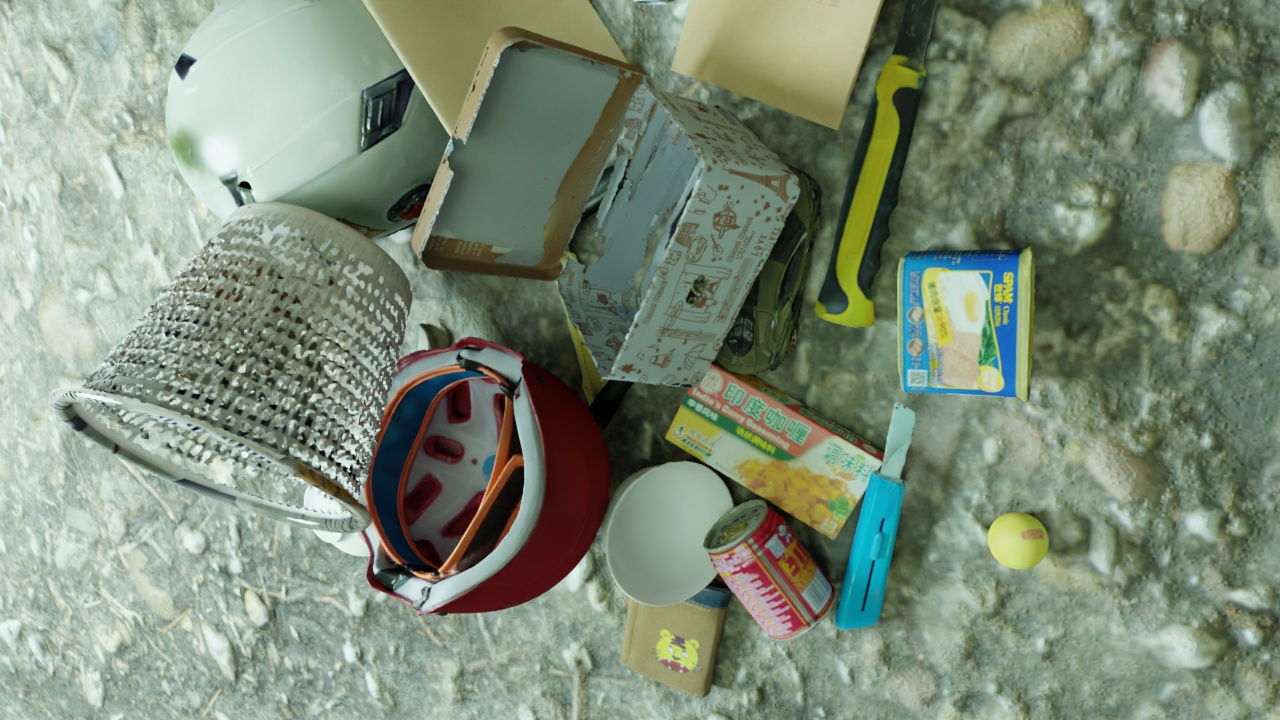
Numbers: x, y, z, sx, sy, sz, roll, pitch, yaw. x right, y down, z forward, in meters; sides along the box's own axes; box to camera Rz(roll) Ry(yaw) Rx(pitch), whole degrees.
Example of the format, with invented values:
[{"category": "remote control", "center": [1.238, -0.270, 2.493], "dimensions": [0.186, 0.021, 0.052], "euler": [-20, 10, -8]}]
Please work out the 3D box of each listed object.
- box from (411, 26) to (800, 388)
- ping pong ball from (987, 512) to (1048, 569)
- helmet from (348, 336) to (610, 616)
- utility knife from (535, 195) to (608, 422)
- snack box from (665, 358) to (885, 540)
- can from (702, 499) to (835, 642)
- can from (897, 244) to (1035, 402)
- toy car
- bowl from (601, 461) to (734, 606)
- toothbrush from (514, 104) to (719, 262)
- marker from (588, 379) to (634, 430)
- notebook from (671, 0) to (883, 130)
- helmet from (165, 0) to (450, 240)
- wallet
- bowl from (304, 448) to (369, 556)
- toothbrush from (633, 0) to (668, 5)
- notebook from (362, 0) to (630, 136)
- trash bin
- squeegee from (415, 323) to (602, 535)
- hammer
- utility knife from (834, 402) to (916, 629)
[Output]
[{"category": "box", "center": [-0.034, -0.101, 0.620], "dimensions": [0.183, 0.193, 0.157], "euler": [-64, 36, 28]}, {"category": "ping pong ball", "center": [0.269, 0.128, 0.654], "dimensions": [0.040, 0.040, 0.040], "euler": [7, 107, 22]}, {"category": "helmet", "center": [-0.120, 0.094, 0.728], "dimensions": [0.240, 0.143, 0.207], "euler": [19, 88, 46]}, {"category": "utility knife", "center": [-0.054, -0.046, 0.763], "dimensions": [0.031, 0.021, 0.206], "euler": [-13, 95, 20]}, {"category": "snack box", "center": [0.103, 0.066, 0.716], "dimensions": [0.156, 0.027, 0.077], "euler": [30, 113, 12]}, {"category": "can", "center": [0.100, 0.162, 0.716], "dimensions": [0.067, 0.066, 0.094], "euler": [-32, 101, 27]}, {"category": "can", "center": [0.221, -0.026, 0.623], "dimensions": [0.083, 0.057, 0.102], "euler": [3, 105, 25]}, {"category": "toy car", "center": [0.088, -0.067, 0.679], "dimensions": [0.070, 0.042, 0.158], "euler": [14, 107, 19]}, {"category": "bowl", "center": [0.011, 0.132, 0.747], "dimensions": [0.065, 0.118, 0.118], "euler": [16, 116, 60]}, {"category": "toothbrush", "center": [-0.026, -0.134, 0.712], "dimensions": [0.213, 0.026, 0.027], "euler": [-29, 99, 21]}, {"category": "marker", "center": [-0.004, 0.004, 0.743], "dimensions": [0.022, 0.020, 0.132], "euler": [31, 111, -14]}, {"category": "notebook", "center": [0.105, -0.276, 0.599], "dimensions": [0.149, 0.012, 0.212], "euler": [33, 117, 34]}, {"category": "helmet", "center": [-0.270, -0.201, 0.730], "dimensions": [0.275, 0.156, 0.230], "euler": [-25, 94, 27]}, {"category": "wallet", "center": [0.028, 0.229, 0.795], "dimensions": [0.090, 0.033, 0.115], "euler": [16, 114, 18]}, {"category": "bowl", "center": [-0.272, 0.133, 0.865], "dimensions": [0.117, 0.066, 0.116], "euler": [9, 106, 35]}, {"category": "toothbrush", "center": [0.012, -0.364, 0.633], "dimensions": [0.027, 0.026, 0.221], "euler": [17, 112, 41]}, {"category": "notebook", "center": [-0.115, -0.258, 0.677], "dimensions": [0.147, 0.008, 0.207], "euler": [-33, 90, -14]}, {"category": "trash bin", "center": [-0.275, -0.001, 0.685], "dimensions": [0.227, 0.191, 0.228], "euler": [14, 155, 7]}, {"category": "squeegee", "center": [-0.116, 0.116, 0.821], "dimensions": [0.250, 0.040, 0.248], "euler": [15, 109, 18]}, {"category": "hammer", "center": [0.170, -0.179, 0.615], "dimensions": [0.126, 0.031, 0.324], "euler": [18, 112, 18]}, {"category": "utility knife", "center": [0.178, 0.120, 0.687], "dimensions": [0.034, 0.018, 0.205], "euler": [5, 117, 1]}]
